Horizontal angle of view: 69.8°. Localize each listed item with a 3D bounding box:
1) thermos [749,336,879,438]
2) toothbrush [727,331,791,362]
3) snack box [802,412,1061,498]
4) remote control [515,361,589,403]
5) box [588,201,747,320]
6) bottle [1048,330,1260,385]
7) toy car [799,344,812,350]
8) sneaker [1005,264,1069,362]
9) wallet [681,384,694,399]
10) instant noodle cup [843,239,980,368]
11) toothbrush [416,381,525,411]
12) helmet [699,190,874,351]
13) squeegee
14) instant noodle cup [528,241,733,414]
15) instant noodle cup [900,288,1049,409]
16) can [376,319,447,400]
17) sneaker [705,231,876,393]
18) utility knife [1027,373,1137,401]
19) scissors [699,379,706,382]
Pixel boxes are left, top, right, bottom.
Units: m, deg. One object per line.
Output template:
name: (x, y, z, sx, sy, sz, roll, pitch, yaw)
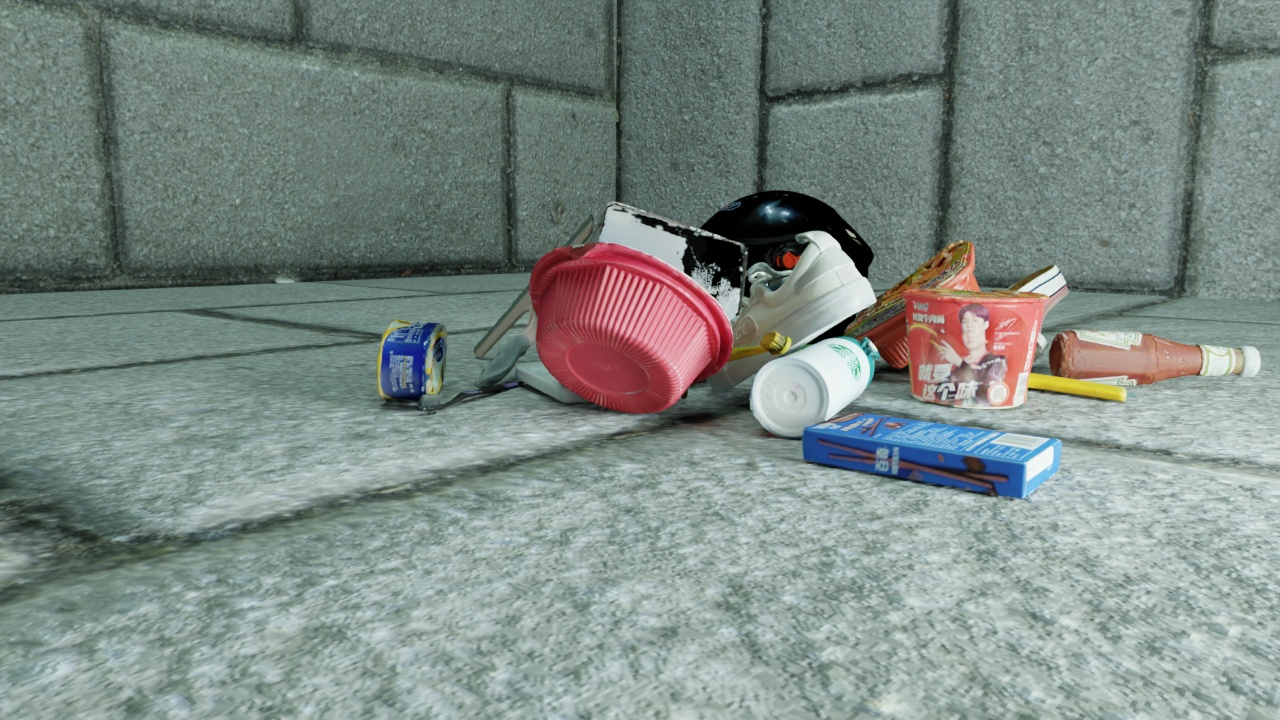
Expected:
thermos: (0.167, 0.015, 0.835, 0.073, 0.073, 0.223, 4, 9, 24)
toothbrush: (0.083, -0.008, 0.834, 0.016, 0.015, 0.190, 30, -14, -16)
snack box: (0.204, 0.064, 0.651, 0.157, 0.026, 0.084, 7, 10, 37)
remote control: (-0.081, 0.022, 0.937, 0.055, 0.020, 0.136, -4, 12, -29)
box: (0.009, -0.050, 1.063, 0.182, 0.153, 0.181, 17, -32, -10)
bottle: (0.566, -0.002, 1.013, 0.206, 0.060, 0.059, 2, 8, 8)
toy car: (0.238, -0.009, 1.133, 0.091, 0.036, 0.043, 2, 9, 37)
sneaker: (0.436, -0.029, 1.090, 0.240, 0.088, 0.118, -30, -1, -28)
wallet: (-0.012, -0.009, 0.914, 0.131, 0.119, 0.035, -2, 48, 49)
instant noodle cup: (0.330, -0.062, 1.079, 0.165, 0.079, 0.188, -34, 4, 27)
toothbrush: (-0.162, 0.030, 0.902, 0.014, 0.017, 0.188, 1, 6, 22)
helmet: (0.196, -0.132, 1.310, 0.274, 0.230, 0.233, 39, -5, -20)
squeegee: (-0.139, -0.026, 1.033, 0.040, 0.248, 0.249, 40, 26, -13)
instant noodle cup: (-0.020, -0.015, 0.803, 0.194, 0.194, 0.065, 5, 53, 27)
instant noodle cup: (0.327, -0.014, 0.911, 0.138, 0.108, 0.138, 1, 8, 0)
can: (-0.223, 0.000, 0.906, 0.049, 0.074, 0.148, 3, 9, -6)
sneaker: (0.118, -0.043, 0.870, 0.089, 0.090, 0.243, -24, -9, -31)
utility knife: (0.437, 0.027, 0.963, 0.033, 0.015, 0.165, -14, 17, -39)
scissors: (-0.008, 0.003, 1.001, 0.159, 0.014, 0.175, 16, -15, -7)
